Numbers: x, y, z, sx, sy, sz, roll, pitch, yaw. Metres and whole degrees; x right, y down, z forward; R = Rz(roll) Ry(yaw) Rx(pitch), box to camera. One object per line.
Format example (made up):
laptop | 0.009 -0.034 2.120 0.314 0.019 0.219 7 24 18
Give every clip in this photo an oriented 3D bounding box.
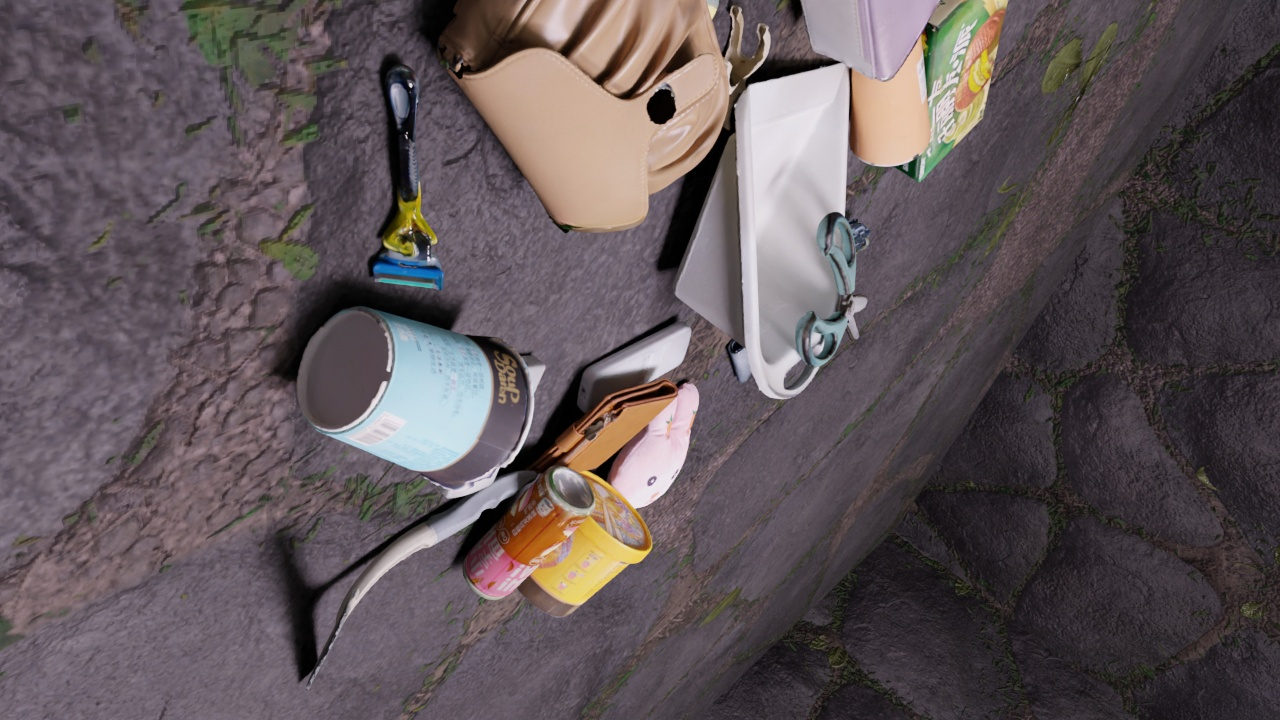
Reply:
clip | 0.059 -0.208 0.686 0.089 0.035 0.104 -39 161 -32

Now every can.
can | -0.106 0.162 0.861 0.148 0.058 0.057 -47 159 27

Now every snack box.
snack box | 0.302 -0.298 0.930 0.114 0.063 0.240 -45 155 -10

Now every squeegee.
squeegee | -0.182 0.157 0.783 0.245 0.039 0.247 -39 172 -37

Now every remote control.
remote control | -0.125 0.056 0.759 0.056 0.019 0.135 -13 137 -53
remote control | -0.005 0.005 0.888 0.135 0.020 0.056 -28 147 -35

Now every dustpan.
dustpan | 0.143 -0.104 0.817 0.222 0.142 0.258 -33 155 -51

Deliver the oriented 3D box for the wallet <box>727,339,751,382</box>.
wallet | 0.152 -0.035 1.104 0.120 0.019 0.097 -48 158 -8

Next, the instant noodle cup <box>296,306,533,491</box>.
instant noodle cup | -0.147 0.019 0.584 0.111 0.111 0.120 -53 147 5

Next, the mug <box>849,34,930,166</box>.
mug | 0.232 -0.253 0.858 0.078 0.078 0.123 -44 147 -14

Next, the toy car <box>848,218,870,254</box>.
toy car | 0.228 -0.118 1.096 0.054 0.037 0.121 -30 158 -39

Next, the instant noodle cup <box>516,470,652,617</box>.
instant noodle cup | -0.068 0.190 0.939 0.114 0.118 0.118 -48 156 12

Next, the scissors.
scissors | 0.189 -0.073 0.874 0.174 0.019 0.177 -19 113 -54

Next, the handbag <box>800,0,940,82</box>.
handbag | 0.172 -0.319 0.640 0.145 0.098 0.197 -47 154 -4

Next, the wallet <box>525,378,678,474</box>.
wallet | -0.036 0.068 0.878 0.132 0.031 0.107 -44 161 32

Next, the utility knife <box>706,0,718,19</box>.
utility knife | 0.013 -0.186 0.656 0.030 0.019 0.176 -10 133 -49

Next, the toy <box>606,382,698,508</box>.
toy | 0.015 0.098 1.024 0.121 0.054 0.160 -9 125 -56

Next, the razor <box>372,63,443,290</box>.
razor | -0.134 -0.103 0.522 0.042 0.022 0.143 4 132 -6

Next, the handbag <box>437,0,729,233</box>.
handbag | -0.019 -0.164 0.532 0.147 0.100 0.204 -45 152 -4
